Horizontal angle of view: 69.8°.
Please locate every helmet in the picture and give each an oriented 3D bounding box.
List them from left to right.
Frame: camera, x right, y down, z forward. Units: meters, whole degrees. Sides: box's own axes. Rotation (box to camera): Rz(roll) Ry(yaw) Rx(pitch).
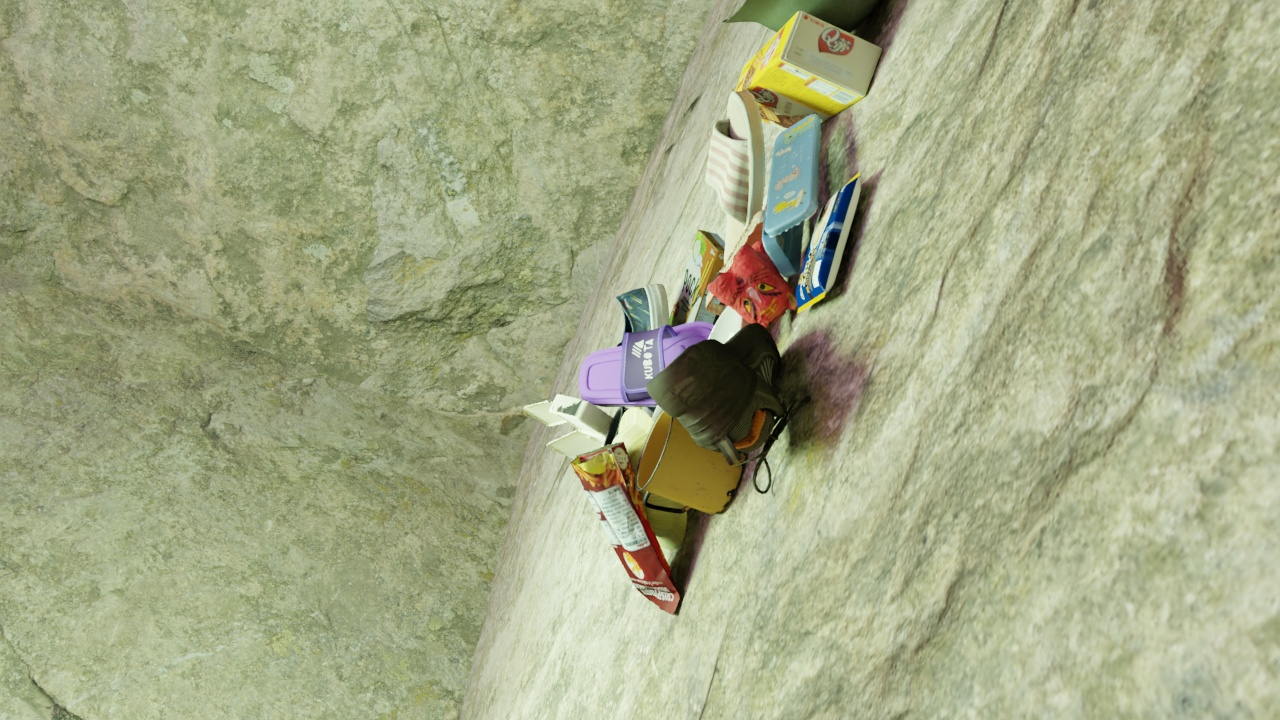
[{"bbox_3d":[0.220,-0.476,1.108,0.227,0.154,0.267,-61,13,16],"label":"helmet"}]

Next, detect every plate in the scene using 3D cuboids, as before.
[{"bbox_3d":[-0.003,0.154,1.154,0.184,0.036,0.185,44,142,50],"label":"plate"}]

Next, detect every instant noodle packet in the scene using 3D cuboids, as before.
[{"bbox_3d":[0.192,-0.118,0.935,0.087,0.026,0.134,134,154,-79],"label":"instant noodle packet"}]

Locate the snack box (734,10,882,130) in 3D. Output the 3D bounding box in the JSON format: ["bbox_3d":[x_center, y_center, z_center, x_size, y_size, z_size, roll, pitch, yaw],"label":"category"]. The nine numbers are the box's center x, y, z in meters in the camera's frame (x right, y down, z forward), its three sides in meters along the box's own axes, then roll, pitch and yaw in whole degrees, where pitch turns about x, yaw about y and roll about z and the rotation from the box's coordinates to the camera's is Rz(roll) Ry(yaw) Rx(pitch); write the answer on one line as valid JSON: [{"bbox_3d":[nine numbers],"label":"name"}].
[{"bbox_3d":[0.194,-0.345,1.130,0.230,0.110,0.061,-163,94,-81],"label":"snack box"}]

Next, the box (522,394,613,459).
[{"bbox_3d":[-0.089,0.107,1.413,0.188,0.144,0.057,-6,55,52],"label":"box"}]

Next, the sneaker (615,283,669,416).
[{"bbox_3d":[0.004,0.003,1.384,0.087,0.079,0.236,-124,30,-69],"label":"sneaker"}]

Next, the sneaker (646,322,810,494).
[{"bbox_3d":[0.113,0.045,0.895,0.101,0.143,0.237,-43,-13,24],"label":"sneaker"}]

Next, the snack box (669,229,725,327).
[{"bbox_3d":[0.085,-0.089,1.360,0.101,0.031,0.186,-117,41,-62],"label":"snack box"}]

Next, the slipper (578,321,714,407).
[{"bbox_3d":[-0.007,0.007,1.270,0.267,0.084,0.107,-11,70,43],"label":"slipper"}]

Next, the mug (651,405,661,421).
[{"bbox_3d":[0.048,0.101,1.180,0.094,0.068,0.116,-89,21,-63],"label":"mug"}]

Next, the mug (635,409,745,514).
[{"bbox_3d":[0.052,0.123,1.027,0.100,0.094,0.124,-92,25,-66],"label":"mug"}]

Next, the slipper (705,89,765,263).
[{"bbox_3d":[0.118,-0.215,1.191,0.115,0.052,0.263,-116,21,-58],"label":"slipper"}]

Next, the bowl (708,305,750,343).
[{"bbox_3d":[0.109,0.003,1.108,0.149,0.043,0.149,-161,91,-81],"label":"bowl"}]

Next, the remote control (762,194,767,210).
[{"bbox_3d":[0.158,-0.183,1.291,0.126,0.018,0.038,122,165,-46],"label":"remote control"}]

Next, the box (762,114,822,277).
[{"bbox_3d":[0.184,-0.189,1.042,0.086,0.073,0.208,-31,30,35],"label":"box"}]

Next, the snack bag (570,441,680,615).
[{"bbox_3d":[-0.019,0.205,1.101,0.208,0.066,0.139,68,157,1],"label":"snack bag"}]

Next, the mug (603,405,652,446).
[{"bbox_3d":[0.001,0.133,1.289,0.082,0.098,0.117,124,163,-56],"label":"mug"}]

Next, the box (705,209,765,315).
[{"bbox_3d":[0.135,-0.108,1.163,0.071,0.056,0.188,66,149,27],"label":"box"}]

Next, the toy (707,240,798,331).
[{"bbox_3d":[0.141,-0.079,1.049,0.088,0.094,0.132,-53,-11,26],"label":"toy"}]

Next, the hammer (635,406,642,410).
[{"bbox_3d":[0.002,0.102,1.510,0.329,0.033,0.132,-92,9,-57],"label":"hammer"}]
